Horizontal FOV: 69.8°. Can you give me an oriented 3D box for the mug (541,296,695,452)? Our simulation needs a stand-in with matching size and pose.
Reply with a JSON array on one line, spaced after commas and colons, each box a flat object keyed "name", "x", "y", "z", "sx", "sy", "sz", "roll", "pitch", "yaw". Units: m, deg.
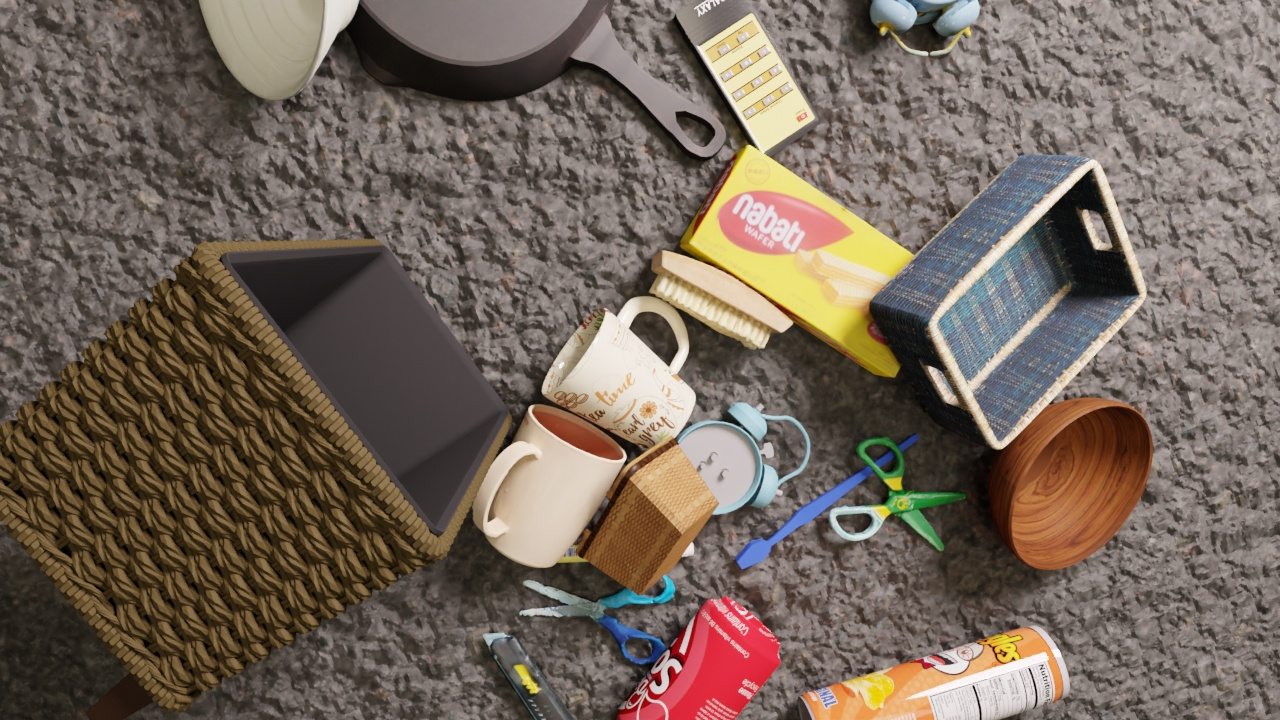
[{"name": "mug", "x": -0.004, "y": 0.004, "z": 0.714, "sx": 0.097, "sy": 0.081, "sz": 0.121, "roll": 36, "pitch": 63, "yaw": -15}]

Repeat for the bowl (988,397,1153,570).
[{"name": "bowl", "x": 0.334, "y": 0.089, "z": 0.747, "sx": 0.147, "sy": 0.069, "sz": 0.147, "roll": -10, "pitch": 115, "yaw": -21}]

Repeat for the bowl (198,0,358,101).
[{"name": "bowl", "x": -0.244, "y": -0.274, "z": 0.638, "sx": 0.057, "sy": 0.177, "sz": 0.177, "roll": -22, "pitch": 99, "yaw": -46}]

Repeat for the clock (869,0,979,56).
[{"name": "clock", "x": 0.223, "y": -0.301, "z": 0.719, "sx": 0.088, "sy": 0.052, "sz": 0.124, "roll": -1, "pitch": 94, "yaw": -9}]

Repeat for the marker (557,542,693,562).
[{"name": "marker", "x": -0.023, "y": 0.155, "z": 0.743, "sx": 0.132, "sy": 0.014, "sz": 0.014, "roll": -1, "pitch": 94, "yaw": -7}]

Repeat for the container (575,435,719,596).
[{"name": "container", "x": 0.007, "y": 0.121, "z": 0.686, "sx": 0.061, "sy": 0.063, "sz": 0.114, "roll": 42, "pitch": 131, "yaw": 17}]

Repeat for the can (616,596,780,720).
[{"name": "can", "x": 0.044, "y": 0.261, "z": 0.729, "sx": 0.074, "sy": 0.074, "sz": 0.142, "roll": 40, "pitch": 89, "yaw": -8}]

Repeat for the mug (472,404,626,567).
[{"name": "mug", "x": -0.079, "y": 0.097, "z": 0.687, "sx": 0.085, "sy": 0.111, "sz": 0.104, "roll": 33, "pitch": 102, "yaw": 31}]

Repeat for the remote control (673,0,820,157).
[{"name": "remote control", "x": 0.085, "y": -0.230, "z": 0.727, "sx": 0.058, "sy": 0.013, "sz": 0.133, "roll": -35, "pitch": 98, "yaw": -3}]

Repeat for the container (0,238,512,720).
[{"name": "container", "x": -0.226, "y": 0.055, "z": 0.565, "sx": 0.205, "sy": 0.321, "sz": 0.176, "roll": -35, "pitch": 98, "yaw": 3}]

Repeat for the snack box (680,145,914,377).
[{"name": "snack box", "x": 0.139, "y": -0.077, "z": 0.731, "sx": 0.200, "sy": 0.042, "sz": 0.092, "roll": 32, "pitch": 89, "yaw": -9}]

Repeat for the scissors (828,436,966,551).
[{"name": "scissors", "x": 0.211, "y": 0.124, "z": 0.766, "sx": 0.119, "sy": 0.012, "sz": 0.128, "roll": -43, "pitch": 104, "yaw": -3}]

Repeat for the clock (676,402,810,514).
[{"name": "clock", "x": 0.077, "y": 0.079, "z": 0.736, "sx": 0.123, "sy": 0.042, "sz": 0.087, "roll": -13, "pitch": 96, "yaw": -4}]

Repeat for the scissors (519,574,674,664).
[{"name": "scissors", "x": -0.038, "y": 0.215, "z": 0.747, "sx": 0.135, "sy": 0.015, "sz": 0.086, "roll": -1, "pitch": 96, "yaw": -6}]

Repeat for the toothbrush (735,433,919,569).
[{"name": "toothbrush", "x": 0.156, "y": 0.115, "z": 0.766, "sx": 0.186, "sy": 0.011, "sz": 0.016, "roll": -34, "pitch": 98, "yaw": -6}]

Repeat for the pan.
[{"name": "pan", "x": -0.075, "y": -0.274, "z": 0.688, "sx": 0.356, "sy": 0.043, "sz": 0.248, "roll": 38, "pitch": 89, "yaw": -8}]

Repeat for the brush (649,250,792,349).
[{"name": "brush", "x": 0.059, "y": -0.047, "z": 0.719, "sx": 0.117, "sy": 0.049, "sz": 0.039, "roll": 30, "pitch": 88, "yaw": -8}]

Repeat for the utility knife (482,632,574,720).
[{"name": "utility knife", "x": -0.074, "y": 0.287, "z": 0.746, "sx": 0.028, "sy": 0.020, "sz": 0.171, "roll": -34, "pitch": 97, "yaw": -5}]

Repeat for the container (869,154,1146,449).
[{"name": "container", "x": 0.284, "y": -0.047, "z": 0.707, "sx": 0.187, "sy": 0.071, "sz": 0.145, "roll": -43, "pitch": 119, "yaw": -10}]

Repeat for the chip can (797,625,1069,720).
[{"name": "chip can", "x": 0.241, "y": 0.279, "z": 0.760, "sx": 0.210, "sy": 0.062, "sz": 0.062, "roll": -15, "pitch": 96, "yaw": -6}]
